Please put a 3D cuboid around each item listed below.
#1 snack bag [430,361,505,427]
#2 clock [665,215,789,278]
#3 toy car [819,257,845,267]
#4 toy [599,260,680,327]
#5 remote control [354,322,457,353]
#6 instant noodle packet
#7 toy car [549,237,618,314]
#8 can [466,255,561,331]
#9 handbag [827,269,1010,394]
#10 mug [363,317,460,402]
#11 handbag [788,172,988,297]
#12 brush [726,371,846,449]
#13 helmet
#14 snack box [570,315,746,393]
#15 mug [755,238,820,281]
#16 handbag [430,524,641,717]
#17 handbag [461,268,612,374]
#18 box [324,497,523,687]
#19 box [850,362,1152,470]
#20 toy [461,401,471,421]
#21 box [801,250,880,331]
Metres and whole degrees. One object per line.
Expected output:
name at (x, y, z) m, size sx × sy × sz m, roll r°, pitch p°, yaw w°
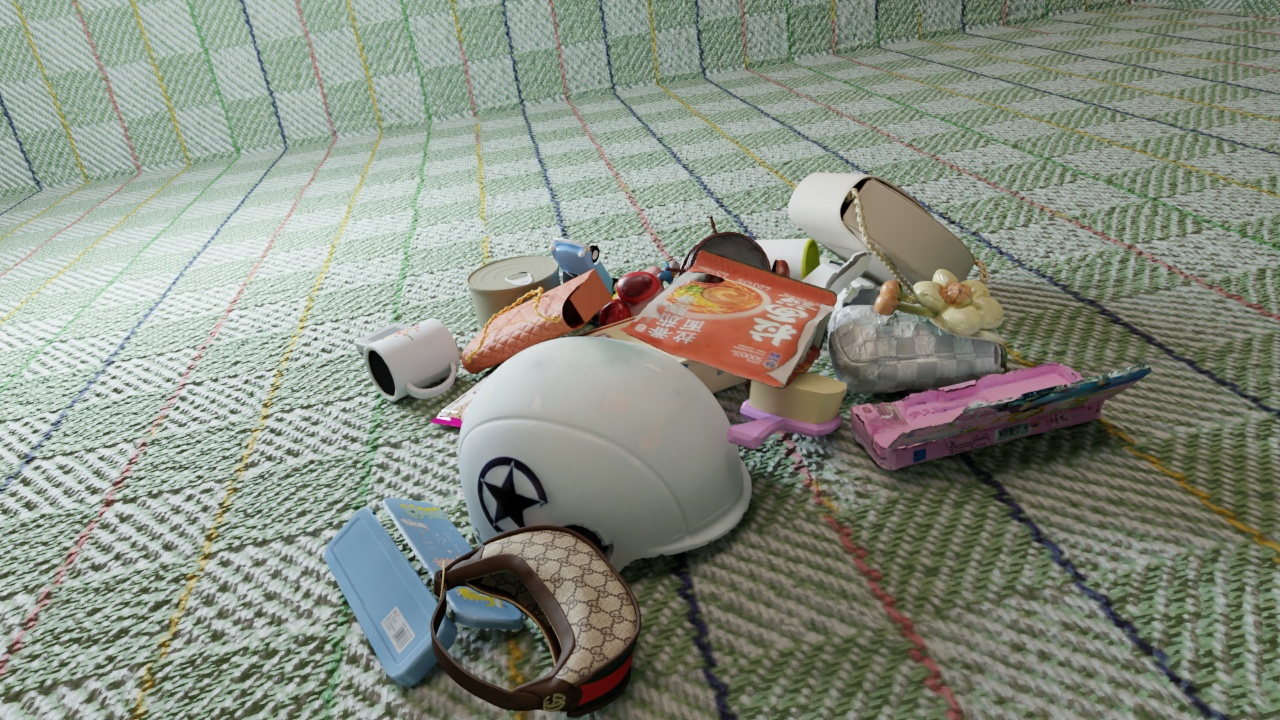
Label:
snack bag at (-0.164, 0.029, 1.097) m, size 0.070 × 0.016 × 0.196 m, roll 5°, pitch 29°, yaw 29°
clock at (0.119, -0.093, 1.140) m, size 0.120 × 0.157 × 0.072 m, roll -50°, pitch -4°, yaw -5°
toy car at (0.235, -0.123, 1.264) m, size 0.105 × 0.033 × 0.047 m, roll 0°, pitch 29°, yaw 20°
toy at (-0.004, -0.083, 1.184) m, size 0.097 × 0.124 × 0.131 m, roll 29°, pitch 9°, yaw 18°
remote control at (-0.315, -0.022, 1.242) m, size 0.151 × 0.019 × 0.074 m, roll 14°, pitch 34°, yaw 39°
instant noodle packet at (0.089, -0.028, 0.910) m, size 0.164 × 0.084 × 0.220 m, roll 21°, pitch 25°, yaw 16°
toy car at (-0.073, -0.111, 1.228) m, size 0.056 × 0.153 × 0.054 m, roll 15°, pitch 70°, yaw 25°
can at (-0.170, -0.089, 1.273) m, size 0.128 × 0.073 × 0.127 m, roll -7°, pitch 26°, yaw 3°
handbag at (0.283, -0.030, 0.957) m, size 0.171 × 0.123 × 0.112 m, roll -7°, pitch 41°, yaw 6°
mug at (-0.270, 0.007, 1.118) m, size 0.089 × 0.074 × 0.105 m, roll -29°, pitch 53°, yaw -35°
handbag at (0.288, -0.141, 1.109) m, size 0.103 × 0.208 × 0.210 m, roll -56°, pitch 19°, yaw 3°
brush at (0.131, 0.042, 0.848) m, size 0.089 × 0.043 × 0.228 m, roll 16°, pitch 10°, yaw 22°
helmet at (-0.036, 0.065, 0.818) m, size 0.264 × 0.164 × 0.235 m, roll 6°, pitch 31°, yaw 26°
snack box at (-0.006, 0.006, 1.048) m, size 0.207 × 0.055 × 0.153 m, roll -19°, pitch 28°, yaw -19°
mug at (0.177, -0.120, 1.217) m, size 0.106 × 0.083 × 0.082 m, roll 3°, pitch 28°, yaw 24°
handbag at (-0.082, 0.185, 0.665) m, size 0.138 × 0.063 × 0.166 m, roll -8°, pitch 33°, yaw -31°
handbag at (-0.134, -0.047, 1.121) m, size 0.172 × 0.060 × 0.108 m, roll -22°, pitch 18°, yaw 34°
box at (-0.188, 0.177, 0.767) m, size 0.120 × 0.049 × 0.210 m, roll -23°, pitch 31°, yaw -25°
box at (0.327, 0.051, 0.844) m, size 0.230 × 0.066 × 0.159 m, roll -12°, pitch 2°, yaw -8°
toy at (-0.142, 0.047, 1.012) m, size 0.102 × 0.050 × 0.093 m, roll 1°, pitch 26°, yaw -1°
box at (0.230, -0.084, 1.069) m, size 0.083 × 0.144 × 0.136 m, roll -37°, pitch 33°, yaw -6°
